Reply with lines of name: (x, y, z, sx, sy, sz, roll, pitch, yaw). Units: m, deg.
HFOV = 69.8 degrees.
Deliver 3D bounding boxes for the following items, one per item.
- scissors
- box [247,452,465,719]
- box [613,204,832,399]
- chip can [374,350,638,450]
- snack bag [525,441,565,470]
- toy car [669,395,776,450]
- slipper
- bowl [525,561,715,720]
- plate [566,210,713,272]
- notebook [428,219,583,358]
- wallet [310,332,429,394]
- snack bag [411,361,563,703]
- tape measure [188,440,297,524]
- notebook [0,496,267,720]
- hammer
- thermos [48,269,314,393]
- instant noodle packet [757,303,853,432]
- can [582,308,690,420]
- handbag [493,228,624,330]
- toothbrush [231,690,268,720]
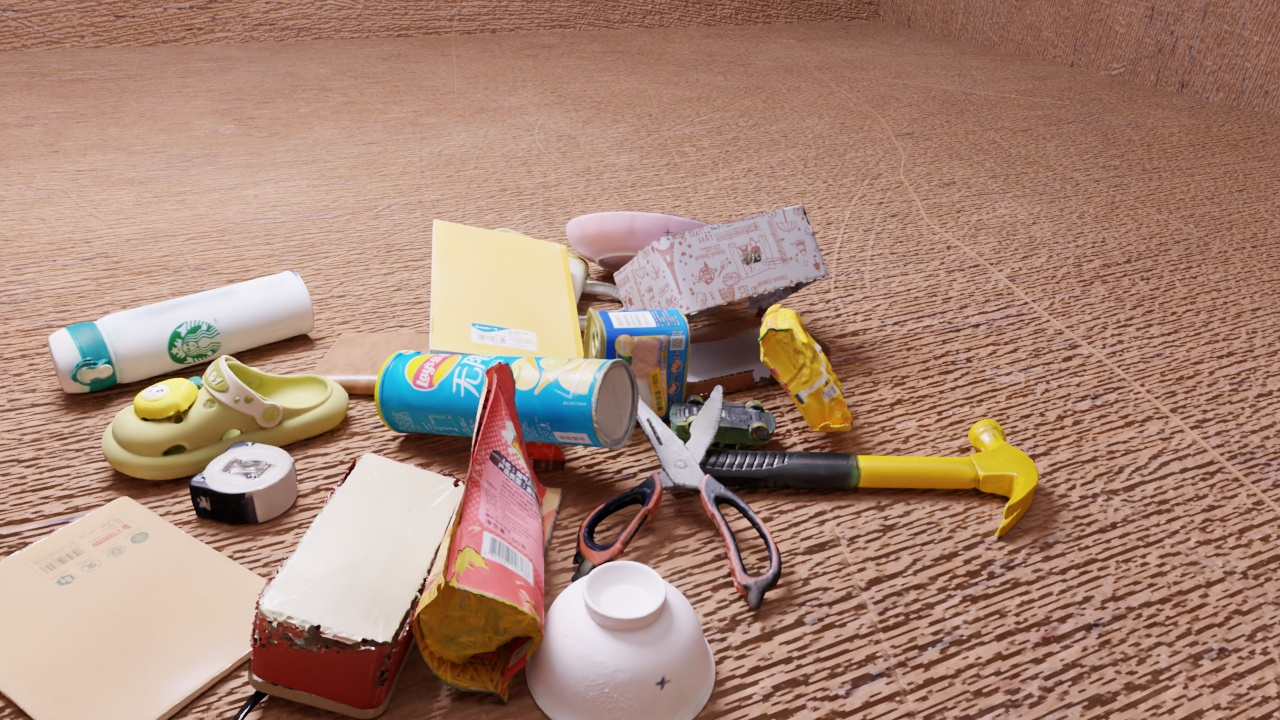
scissors: (0.033, 0.096, 0.685, 0.189, 0.015, 0.224, 22, 49, 24)
box: (-0.171, 0.126, 0.576, 0.091, 0.078, 0.168, 16, 28, -2)
box: (0.086, -0.040, 0.916, 0.181, 0.166, 0.150, -16, -7, -24)
chip can: (-0.109, 0.029, 0.736, 0.211, 0.071, 0.071, 2, 26, 26)
snack bag: (-0.082, 0.057, 0.781, 0.048, 0.026, 0.104, 7, 28, -5)
toy car: (0.070, 0.055, 0.787, 0.091, 0.036, 0.043, 2, 28, 1)
slipper: (-0.338, 0.032, 0.752, 0.190, 0.082, 0.092, -14, 30, -32)
bowl: (-0.011, 0.162, 0.556, 0.118, 0.065, 0.118, 2, 28, -1)
plate: (0.010, -0.124, 1.039, 0.192, 0.039, 0.192, 5, -6, 0)
notebook: (-0.132, -0.066, 0.895, 0.145, 0.010, 0.206, 8, 39, -19)
wallet: (-0.252, 0.001, 0.880, 0.101, 0.020, 0.115, 2, 26, 0)
snack bag: (-0.089, 0.105, 0.601, 0.073, 0.129, 0.207, -14, 30, 9)
tape measure: (-0.294, 0.092, 0.692, 0.066, 0.034, 0.065, 8, 31, 10)
notebook: (-0.340, 0.161, 0.589, 0.208, 0.008, 0.147, 19, 33, 27)
hammer: (0.171, 0.089, 0.739, 0.300, 0.033, 0.128, 1, 27, -3)
thermos: (-0.427, -0.026, 0.864, 0.223, 0.073, 0.073, -21, 37, -36)
instant noodle packet: (0.141, 0.008, 0.800, 0.044, 0.111, 0.128, -35, 5, 14)
can: (-0.005, 0.005, 0.809, 0.083, 0.102, 0.057, -2, 29, -15)
handbag: (-0.098, -0.067, 0.990, 0.178, 0.063, 0.163, 18, 29, -3)
toothbrush: (-0.213, 0.181, 0.562, 0.014, 0.016, 0.189, -1, 25, 12)
